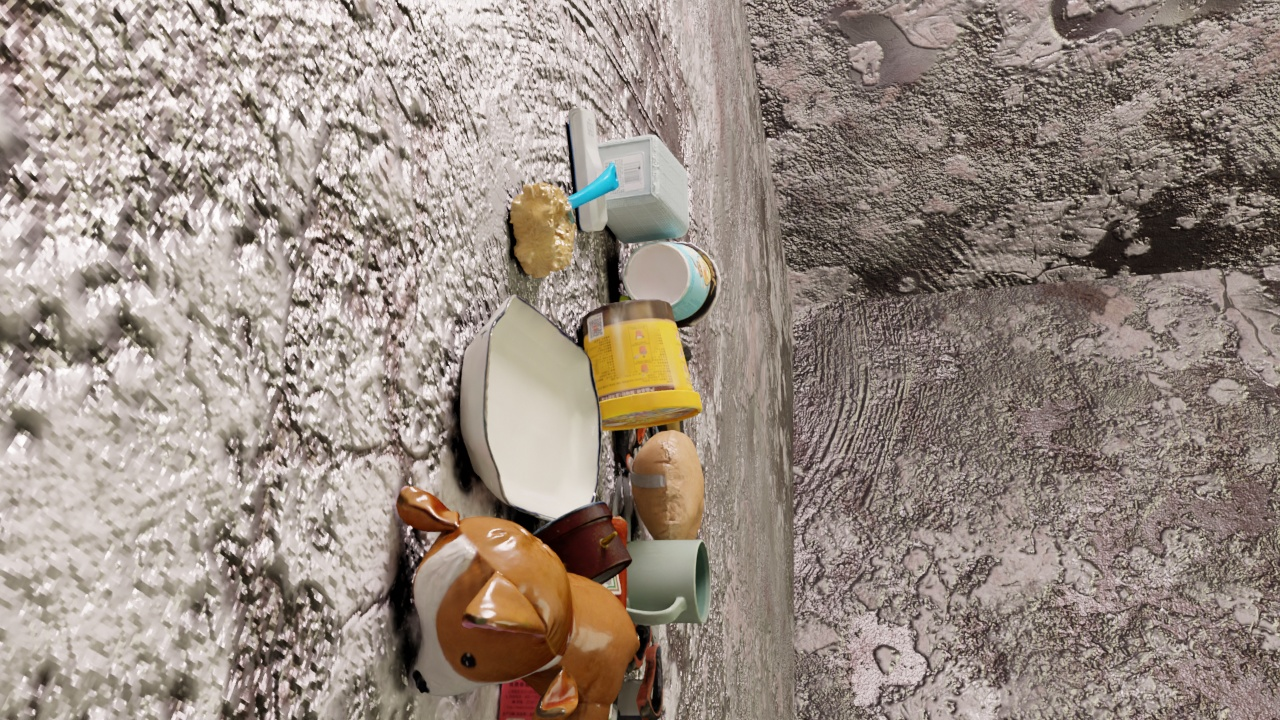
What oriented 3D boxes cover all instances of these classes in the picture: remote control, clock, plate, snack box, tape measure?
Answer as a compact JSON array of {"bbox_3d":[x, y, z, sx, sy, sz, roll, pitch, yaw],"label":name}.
[{"bbox_3d":[-0.054,-0.198,0.960,0.049,0.024,0.125,-31,115,-75],"label":"remote control"},{"bbox_3d":[-0.052,0.159,0.736,0.055,0.082,0.122,58,-17,18],"label":"clock"},{"bbox_3d":[-0.085,0.050,0.745,0.265,0.034,0.162,44,44,-70],"label":"plate"},{"bbox_3d":[-0.069,0.260,0.725,0.113,0.044,0.127,58,31,-62],"label":"snack box"},{"bbox_3d":[-0.005,0.373,0.974,0.065,0.034,0.066,-68,149,-65],"label":"tape measure"}]

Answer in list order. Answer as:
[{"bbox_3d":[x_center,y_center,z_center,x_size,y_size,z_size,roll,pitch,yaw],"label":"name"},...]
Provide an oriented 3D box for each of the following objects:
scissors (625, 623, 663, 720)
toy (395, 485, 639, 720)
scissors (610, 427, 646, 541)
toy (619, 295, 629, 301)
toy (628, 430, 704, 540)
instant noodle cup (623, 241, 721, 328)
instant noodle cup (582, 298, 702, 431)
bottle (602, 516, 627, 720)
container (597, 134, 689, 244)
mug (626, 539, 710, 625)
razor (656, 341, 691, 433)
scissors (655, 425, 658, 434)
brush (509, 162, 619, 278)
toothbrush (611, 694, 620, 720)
[{"bbox_3d":[0.006,0.288,0.996,0.199,0.015,0.204,50,25,-56],"label":"scissors"},{"bbox_3d":[-0.084,0.168,0.586,0.130,0.140,0.200,-43,142,-16],"label":"toy"},{"bbox_3d":[-0.014,0.095,1.042,0.227,0.022,0.221,-48,132,-72],"label":"scissors"},{"bbox_3d":[-0.009,-0.028,1.077,0.096,0.031,0.100,-80,155,-55],"label":"toy"},{"bbox_3d":[0.034,0.159,1.063,0.226,0.082,0.143,75,19,-68],"label":"toy"},{"bbox_3d":[0.032,-0.093,1.086,0.120,0.111,0.111,1,85,-78],"label":"instant noodle cup"},{"bbox_3d":[-0.005,0.005,0.925,0.118,0.118,0.114,32,48,-73],"label":"instant noodle cup"},{"bbox_3d":[-0.041,0.243,0.819,0.060,0.060,0.205,46,43,-69],"label":"bottle"},{"bbox_3d":[-0.003,-0.195,1.039,0.111,0.090,0.090,31,56,-69],"label":"container"},{"bbox_3d":[0.009,0.229,0.919,0.111,0.106,0.082,-57,142,-68],"label":"mug"},{"bbox_3d":[0.038,0.043,1.175,0.062,0.068,0.168,-65,150,-61],"label":"razor"},{"bbox_3d":[0.028,0.138,1.214,0.134,0.017,0.133,29,55,-69],"label":"scissors"},{"bbox_3d":[-0.060,-0.147,0.860,0.254,0.046,0.083,-54,135,-60],"label":"brush"},{"bbox_3d":[-0.022,0.297,0.965,0.018,0.016,0.180,56,33,-47],"label":"toothbrush"}]
